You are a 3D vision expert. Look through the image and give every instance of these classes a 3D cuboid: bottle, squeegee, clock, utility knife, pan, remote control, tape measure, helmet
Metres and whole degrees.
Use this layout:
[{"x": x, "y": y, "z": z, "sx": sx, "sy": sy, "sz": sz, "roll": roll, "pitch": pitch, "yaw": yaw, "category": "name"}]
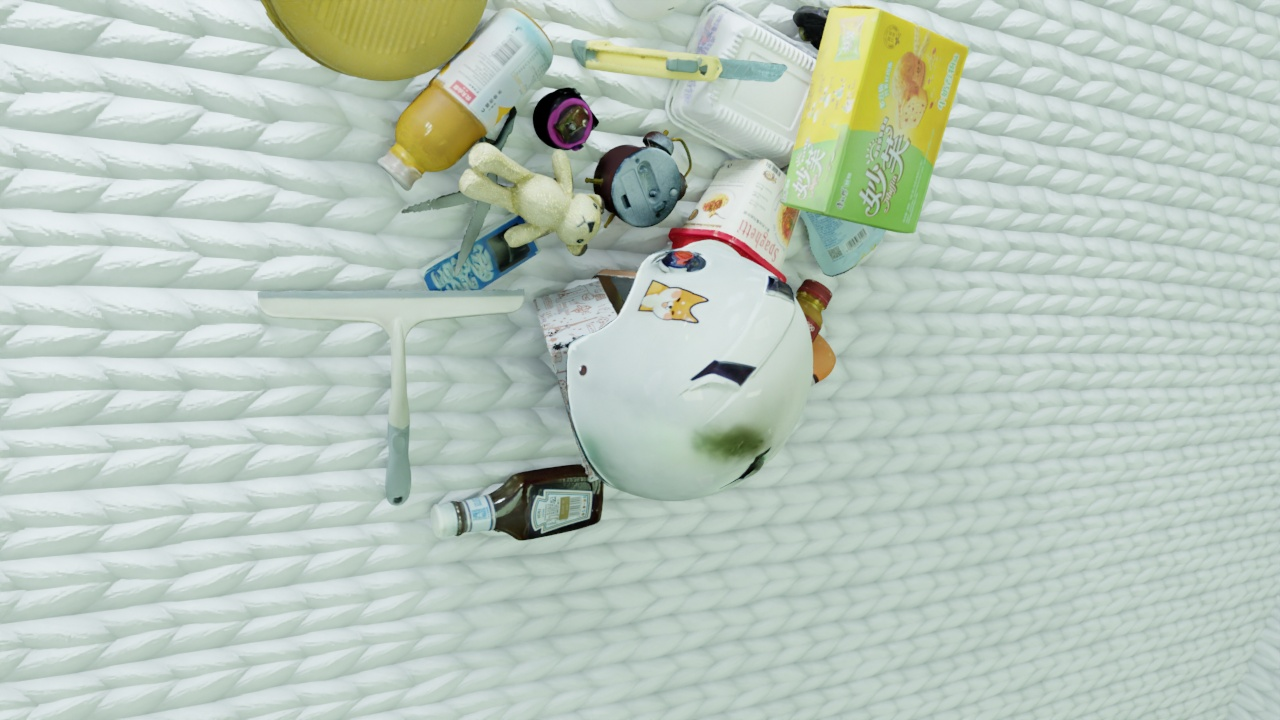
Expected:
[{"x": 0.172, "y": 0.025, "z": 1.150, "sx": 0.149, "sy": 0.067, "sz": 0.067, "roll": -36, "pitch": 124, "yaw": -5, "category": "bottle"}, {"x": -0.241, "y": 0.050, "z": 0.911, "sx": 0.246, "sy": 0.039, "sz": 0.247, "roll": -2, "pitch": 117, "yaw": -19, "category": "squeegee"}, {"x": 0.005, "y": -0.190, "z": 0.961, "sx": 0.121, "sy": 0.055, "sz": 0.082, "roll": -34, "pitch": 123, "yaw": -16, "category": "clock"}, {"x": -0.137, "y": 0.165, "z": 1.033, "sx": 0.194, "sy": 0.044, "sz": 0.080, "roll": -6, "pitch": 113, "yaw": -28, "category": "bottle"}, {"x": 0.039, "y": -0.296, "z": 0.914, "sx": 0.216, "sy": 0.022, "sz": 0.031, "roll": 2, "pitch": 117, "yaw": -10, "category": "utility knife"}, {"x": -0.161, "y": -0.234, "z": 0.834, "sx": 0.189, "sy": 0.068, "sz": 0.068, "roll": -48, "pitch": 126, "yaw": -5, "category": "bottle"}, {"x": 0.170, "y": -0.016, "z": 1.102, "sx": 0.057, "sy": 0.057, "sz": 0.174, "roll": 39, "pitch": 79, "yaw": -36, "category": "bottle"}, {"x": -0.194, "y": -0.410, "z": 0.756, "sx": 0.197, "sy": 0.078, "sz": 0.358, "roll": 14, "pitch": 109, "yaw": -37, "category": "pan"}, {"x": -0.160, "y": -0.101, "z": 0.918, "sx": 0.124, "sy": 0.024, "sz": 0.049, "roll": -35, "pitch": 123, "yaw": -19, "category": "remote control"}, {"x": -0.075, "y": -0.236, "z": 0.903, "sx": 0.057, "sy": 0.039, "sz": 0.057, "roll": -43, "pitch": 126, "yaw": -8, "category": "tape measure"}, {"x": 0.073, "y": 0.018, "z": 0.859, "sx": 0.273, "sy": 0.157, "sz": 0.230, "roll": -40, "pitch": 128, "yaw": -26, "category": "helmet"}]

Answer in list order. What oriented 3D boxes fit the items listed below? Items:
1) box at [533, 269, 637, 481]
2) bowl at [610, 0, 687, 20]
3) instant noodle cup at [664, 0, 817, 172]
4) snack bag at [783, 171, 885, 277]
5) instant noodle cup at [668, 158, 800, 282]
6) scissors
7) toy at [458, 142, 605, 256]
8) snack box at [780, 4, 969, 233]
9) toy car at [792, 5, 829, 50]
[{"x": -0.004, "y": 0.005, "z": 0.979, "sx": 0.174, "sy": 0.152, "sz": 0.182, "roll": -16, "pitch": 119, "yaw": -4, "category": "box"}, {"x": 0.024, "y": -0.389, "z": 0.882, "sx": 0.118, "sy": 0.065, "sz": 0.118, "roll": -11, "pitch": 115, "yaw": -26, "category": "bowl"}, {"x": 0.127, "y": -0.286, "z": 0.977, "sx": 0.173, "sy": 0.060, "sz": 0.138, "roll": 20, "pitch": 98, "yaw": -25, "category": "instant noodle cup"}, {"x": 0.224, "y": -0.199, "z": 1.097, "sx": 0.110, "sy": 0.039, "sz": 0.191, "roll": -38, "pitch": 120, "yaw": -2, "category": "snack bag"}, {"x": 0.113, "y": -0.149, "z": 1.015, "sx": 0.116, "sy": 0.117, "sz": 0.124, "roll": 33, "pitch": 79, "yaw": -36, "category": "instant noodle cup"}, {"x": -0.144, "y": -0.163, "z": 0.893, "sx": 0.159, "sy": 0.014, "sz": 0.179, "roll": 16, "pitch": 93, "yaw": -31, "category": "scissors"}, {"x": -0.101, "y": -0.155, "z": 0.871, "sx": 0.157, "sy": 0.066, "sz": 0.105, "roll": 22, "pitch": 97, "yaw": -39, "category": "toy"}, {"x": 0.250, "y": -0.251, "z": 0.978, "sx": 0.157, "sy": 0.070, "sz": 0.210, "roll": 3, "pitch": 106, "yaw": -38, "category": "snack box"}, {"x": 0.232, "y": -0.346, "z": 1.021, "sx": 0.158, "sy": 0.070, "sz": 0.042, "roll": 31, "pitch": 91, "yaw": -37, "category": "toy car"}]
